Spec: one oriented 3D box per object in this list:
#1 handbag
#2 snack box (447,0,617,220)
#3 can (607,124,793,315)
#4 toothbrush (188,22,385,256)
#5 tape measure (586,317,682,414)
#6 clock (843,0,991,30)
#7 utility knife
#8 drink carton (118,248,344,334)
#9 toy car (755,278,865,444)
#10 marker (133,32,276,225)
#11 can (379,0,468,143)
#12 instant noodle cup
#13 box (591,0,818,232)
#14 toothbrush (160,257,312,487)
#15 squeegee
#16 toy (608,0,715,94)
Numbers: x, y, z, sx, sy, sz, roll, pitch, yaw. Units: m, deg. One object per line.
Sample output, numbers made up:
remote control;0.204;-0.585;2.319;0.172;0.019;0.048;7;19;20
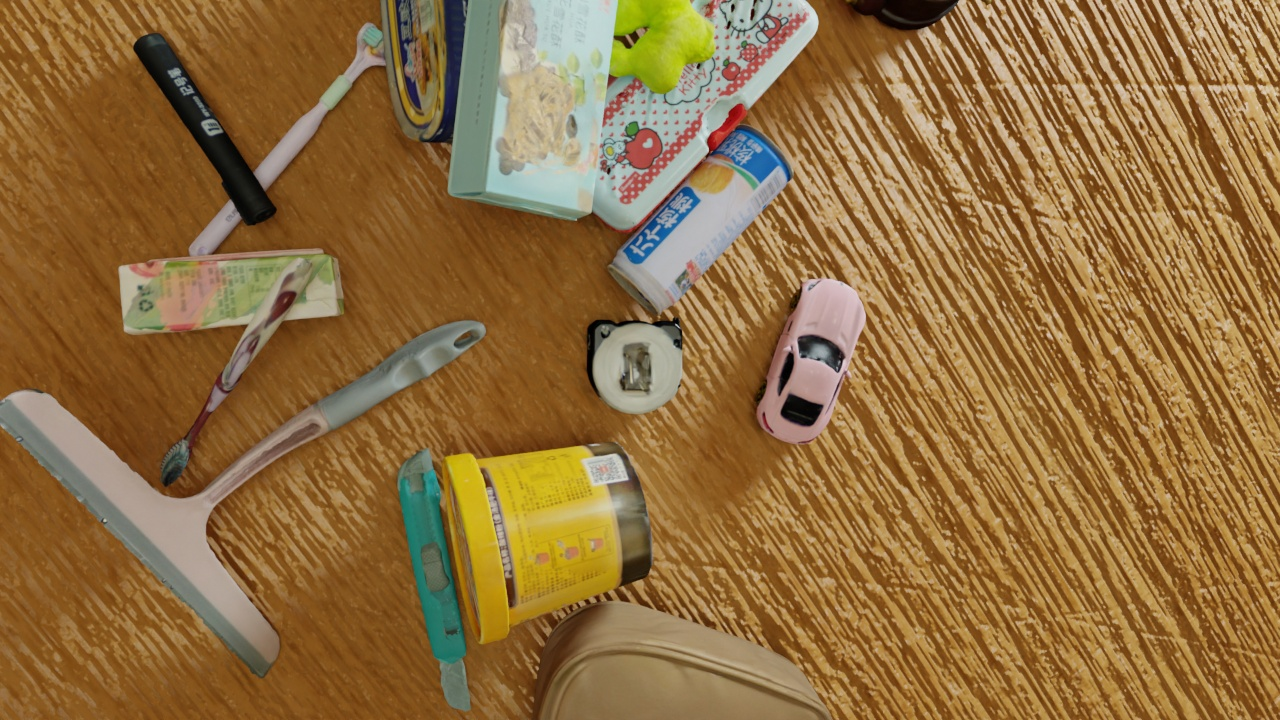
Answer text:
handbag;0.022;0.250;0.627;0.204;0.100;0.148;23;97;-11
snack box;-0.061;-0.175;0.541;0.074;0.052;0.175;5;94;-38
can;0.040;-0.095;0.625;0.053;0.053;0.134;44;85;-10
toothbrush;-0.225;-0.137;0.589;0.029;0.021;0.189;41;88;-31
tape measure;-0.004;0.004;0.634;0.065;0.033;0.066;-2;94;-9
clock;0.185;-0.280;0.639;0.122;0.055;0.082;2;94;-9
utility knife;-0.139;0.153;0.628;0.029;0.013;0.187;-10;96;-1
drink carton;-0.251;-0.044;0.574;0.122;0.053;0.045;-6;94;-11
toy car;0.123;0.000;0.657;0.056;0.037;0.122;20;89;-13
marker;-0.271;-0.143;0.570;0.022;0.020;0.132;-33;90;29
can;-0.122;-0.209;0.569;0.049;0.075;0.148;-10;100;-41
instant noodle cup;-0.061;0.109;0.592;0.114;0.118;0.118;-11;96;-17
box;0.027;-0.179;0.606;0.086;0.047;0.201;43;86;-6
toothbrush;-0.250;0.010;0.560;0.016;0.017;0.188;29;113;-31
squeegee;-0.207;0.043;0.587;0.249;0.040;0.248;-36;127;-19
toy;0.005;-0.223;0.574;0.096;0.031;0.100;-42;90;-6
